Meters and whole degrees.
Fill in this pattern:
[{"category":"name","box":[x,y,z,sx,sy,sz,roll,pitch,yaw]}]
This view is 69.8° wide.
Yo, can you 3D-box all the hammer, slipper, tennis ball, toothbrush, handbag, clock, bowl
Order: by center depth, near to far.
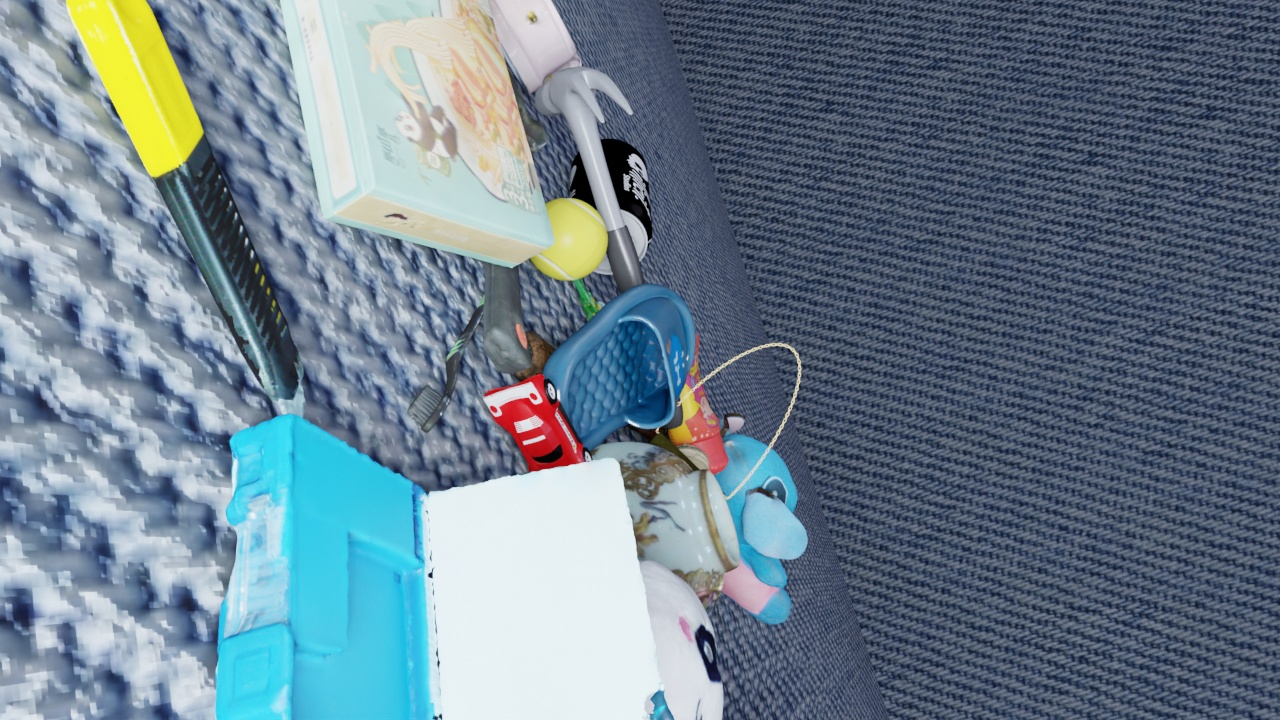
[{"category":"toothbrush","box":[-0.104,-0.010,0.530,0.017,0.014,0.187,42,20,-17]},{"category":"hammer","box":[-0.098,-0.118,0.649,0.133,0.033,0.332,59,15,-46]},{"category":"bowl","box":[0.015,0.124,0.652,0.159,0.094,0.160,-19,90,-78]},{"category":"slipper","box":[-0.004,0.004,0.666,0.213,0.059,0.104,-30,121,-58]},{"category":"tennis ball","box":[-0.059,-0.096,0.728,0.065,0.065,0.065,-19,90,-77]},{"category":"handbag","box":[0.062,0.059,0.736,0.084,0.178,0.027,43,6,17]},{"category":"hammer","box":[-0.025,0.040,0.755,0.330,0.033,0.120,36,38,-68]},{"category":"hammer","box":[-0.014,-0.088,0.762,0.125,0.029,0.311,14,-57,65]},{"category":"clock","box":[-0.101,-0.290,0.800,0.116,0.059,0.158,60,4,11]}]

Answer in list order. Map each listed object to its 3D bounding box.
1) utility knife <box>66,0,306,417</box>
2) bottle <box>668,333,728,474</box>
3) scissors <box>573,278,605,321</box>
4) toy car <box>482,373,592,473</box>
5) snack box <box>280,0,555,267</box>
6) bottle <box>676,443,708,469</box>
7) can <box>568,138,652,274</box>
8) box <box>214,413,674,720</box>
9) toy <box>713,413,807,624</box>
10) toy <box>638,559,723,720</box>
[{"category":"utility knife","box":[-0.160,-0.053,0.338,0.028,0.020,0.174,-53,122,-73]},{"category":"bottle","box":[0.045,0.043,0.859,0.071,0.048,0.134,-24,100,-76]},{"category":"scissors","box":[-0.045,-0.055,0.847,0.112,0.012,0.131,-38,110,-78]},{"category":"toy car","box":[-0.061,0.048,0.568,0.025,0.038,0.089,-81,150,-58]},{"category":"snack box","box":[-0.127,-0.156,0.513,0.141,0.044,0.193,9,61,-59]},{"category":"bottle","box":[0.034,0.126,0.792,0.043,0.043,0.109,58,34,-44]},{"category":"can","box":[-0.030,-0.153,0.898,0.145,0.080,0.080,-93,160,-51]},{"category":"box","box":[-0.055,0.134,0.293,0.114,0.114,0.243,51,23,-57]},{"category":"toy","box":[0.105,0.158,0.941,0.224,0.099,0.192,-113,-164,-61]},{"category":"toy","box":[-0.021,0.158,0.430,0.179,0.101,0.138,48,52,-61]}]
